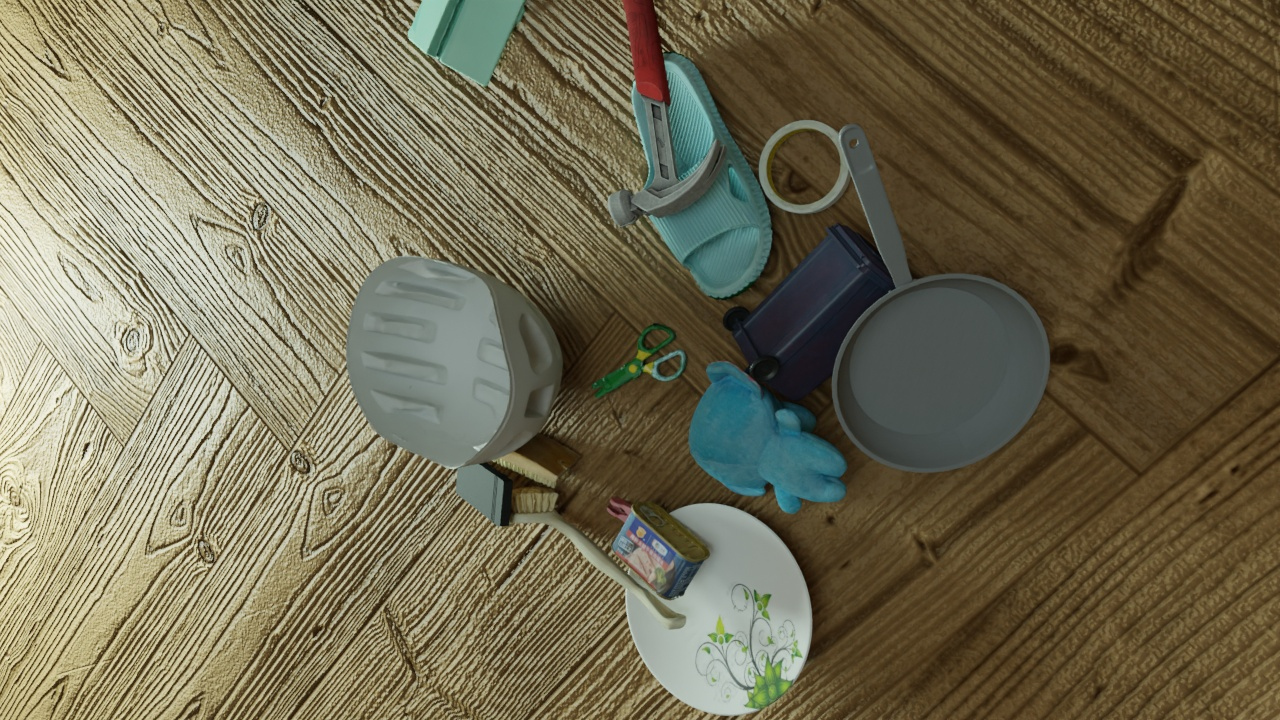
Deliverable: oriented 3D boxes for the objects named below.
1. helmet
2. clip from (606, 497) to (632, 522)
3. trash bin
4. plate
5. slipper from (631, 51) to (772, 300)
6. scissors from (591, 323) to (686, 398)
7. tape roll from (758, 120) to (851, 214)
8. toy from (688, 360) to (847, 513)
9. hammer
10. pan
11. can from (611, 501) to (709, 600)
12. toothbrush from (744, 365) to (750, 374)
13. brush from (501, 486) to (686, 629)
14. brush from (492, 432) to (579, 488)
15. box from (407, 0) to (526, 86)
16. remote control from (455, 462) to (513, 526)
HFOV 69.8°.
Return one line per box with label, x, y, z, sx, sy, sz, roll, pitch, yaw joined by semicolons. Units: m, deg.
helmet;-0.223;0.000;1.058;0.282;0.183;0.224;15;96;17
clip;-0.012;0.184;1.071;0.060;0.023;0.044;4;96;19
trash bin;0.174;-0.048;0.901;0.161;0.092;0.093;-46;34;19
plate;0.087;0.272;1.019;0.230;0.030;0.229;-1;88;32
slipper;0.054;-0.198;0.969;0.116;0.069;0.276;-24;84;28
scissors;-0.003;0.015;1.052;0.131;0.014;0.071;-38;79;23
tape roll;0.169;-0.198;0.943;0.094;0.019;0.094;3;97;25
toy;0.136;0.080;0.942;0.181;0.114;0.184;18;132;32
hammer;0.011;-0.303;0.957;0.126;0.036;0.315;-15;74;27
pan;0.244;-0.052;0.829;0.201;0.050;0.357;-24;112;9
can;0.020;0.209;1.013;0.100;0.053;0.059;39;110;28
toothbrush;0.146;-0.018;0.976;0.017;0.016;0.190;42;111;8
brush;-0.058;0.225;1.064;0.272;0.061;0.077;31;118;25
brush;-0.135;0.115;1.106;0.117;0.049;0.039;22;127;20
box;-0.195;-0.436;1.076;0.138;0.057;0.187;37;110;24
remote control;-0.192;0.154;1.118;0.133;0.013;0.058;21;107;55
